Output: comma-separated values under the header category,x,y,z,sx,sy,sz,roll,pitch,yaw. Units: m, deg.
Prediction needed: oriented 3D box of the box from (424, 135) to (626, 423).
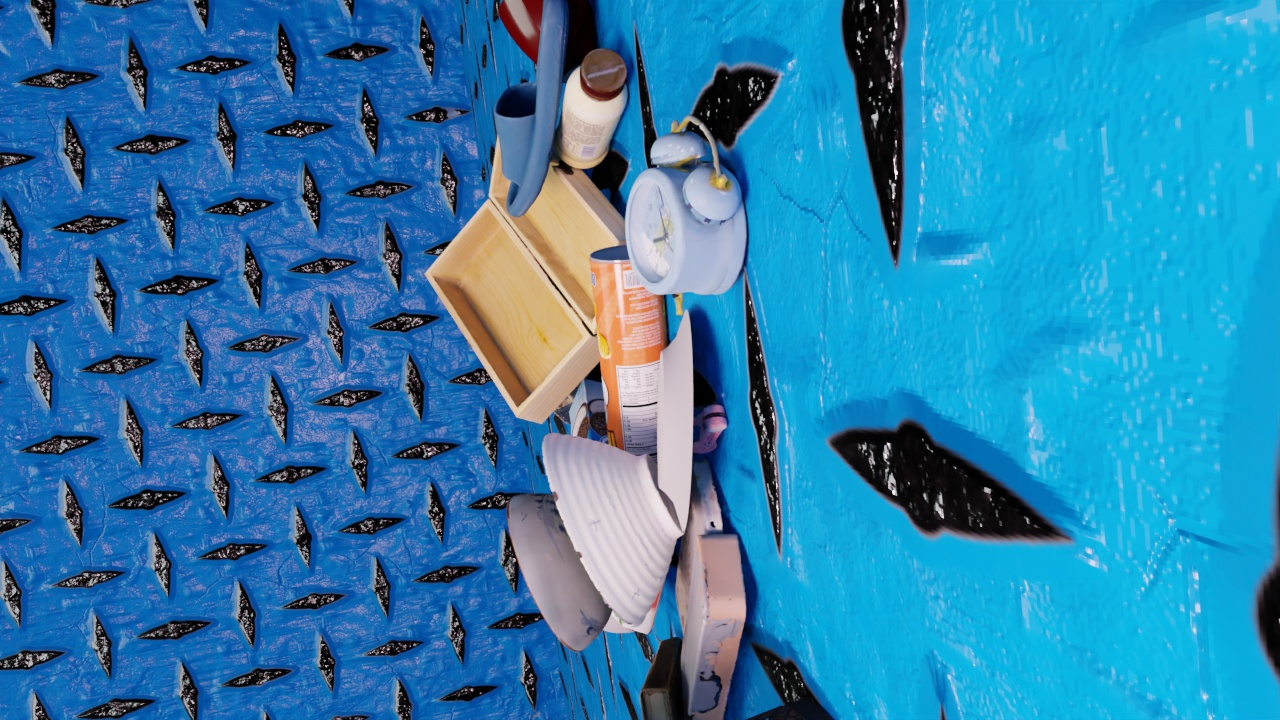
category,x,y,z,sx,sy,sz,roll,pitch,yaw
box,-0.117,-0.105,0.996,0.247,0.096,0.262,52,130,31

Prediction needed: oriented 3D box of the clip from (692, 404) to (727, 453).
category,x,y,z,sx,sy,sz,roll,pitch,yaw
clip,0.052,0.047,0.705,0.058,0.022,0.035,121,147,-63

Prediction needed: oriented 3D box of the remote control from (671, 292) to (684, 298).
category,x,y,z,sx,sy,sz,roll,pitch,yaw
remote control,0.037,-0.083,0.691,0.125,0.010,0.039,121,138,-72

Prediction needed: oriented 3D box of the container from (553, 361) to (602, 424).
category,x,y,z,sx,sy,sz,roll,pitch,yaw
container,-0.106,-0.035,1.134,0.145,0.071,0.187,51,-163,-54

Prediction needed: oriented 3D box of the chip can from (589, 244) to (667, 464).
category,x,y,z,sx,sy,sz,roll,pitch,yaw
chip can,-0.005,0.005,0.830,0.062,0.062,0.210,-128,31,-67

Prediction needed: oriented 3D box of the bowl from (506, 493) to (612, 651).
category,x,y,z,sx,sy,sz,roll,pitch,yaw
bowl,-0.056,0.172,0.798,0.151,0.057,0.150,62,-173,-13

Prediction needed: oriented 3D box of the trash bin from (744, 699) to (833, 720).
category,x,y,z,sx,sy,sz,roll,pitch,yaw
trash bin,0.016,0.347,0.559,0.217,0.243,0.217,170,91,-78

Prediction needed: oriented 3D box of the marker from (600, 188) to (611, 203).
category,x,y,z,sx,sy,sz,roll,pitch,yaw
marker,-0.040,-0.138,0.999,0.123,0.015,0.018,93,162,-52

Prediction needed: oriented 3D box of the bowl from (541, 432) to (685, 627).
category,x,y,z,sx,sy,sz,roll,pitch,yaw
bowl,-0.010,0.126,0.771,0.177,0.071,0.177,62,-174,-12

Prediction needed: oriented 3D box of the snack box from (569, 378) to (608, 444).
category,x,y,z,sx,sy,sz,roll,pitch,yaw
snack box,-0.038,0.105,0.974,0.226,0.059,0.059,-101,31,-57

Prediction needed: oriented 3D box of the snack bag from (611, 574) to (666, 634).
category,x,y,z,sx,sy,sz,roll,pitch,yaw
snack bag,0.003,0.208,0.916,0.077,0.036,0.115,152,134,-78

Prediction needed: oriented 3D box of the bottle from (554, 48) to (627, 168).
category,x,y,z,sx,sy,sz,roll,pitch,yaw
bottle,-0.045,-0.232,0.849,0.162,0.056,0.056,139,121,-76

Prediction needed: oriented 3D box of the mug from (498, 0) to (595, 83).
category,x,y,z,sx,sy,sz,roll,pitch,yaw
mug,-0.076,-0.327,0.895,0.088,0.086,0.114,62,150,2

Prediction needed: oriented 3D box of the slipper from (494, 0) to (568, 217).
category,x,y,z,sx,sy,sz,roll,pitch,yaw
slipper,-0.106,-0.241,0.865,0.103,0.059,0.214,-97,19,-57

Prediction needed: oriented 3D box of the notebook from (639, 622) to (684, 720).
category,x,y,z,sx,sy,sz,roll,pitch,yaw
notebook,0.029,0.337,0.875,0.215,0.034,0.190,45,-146,-81

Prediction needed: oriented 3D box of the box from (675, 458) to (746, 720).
category,x,y,z,sx,sy,sz,roll,pitch,yaw
box,0.055,0.203,0.780,0.217,0.043,0.148,92,-179,-45

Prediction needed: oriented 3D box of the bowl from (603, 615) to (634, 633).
category,x,y,z,sx,sy,sz,roll,pitch,yaw
bowl,-0.036,0.231,1.018,0.131,0.064,0.132,-2,-91,-74

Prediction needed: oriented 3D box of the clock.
category,x,y,z,sx,sy,sz,roll,pitch,yaw
clock,0.030,-0.096,0.595,0.088,0.051,0.125,-121,33,-42

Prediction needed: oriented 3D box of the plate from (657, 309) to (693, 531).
category,x,y,z,sx,sy,sz,roll,pitch,yaw
plate,0.025,0.046,0.722,0.173,0.019,0.173,174,97,-89
